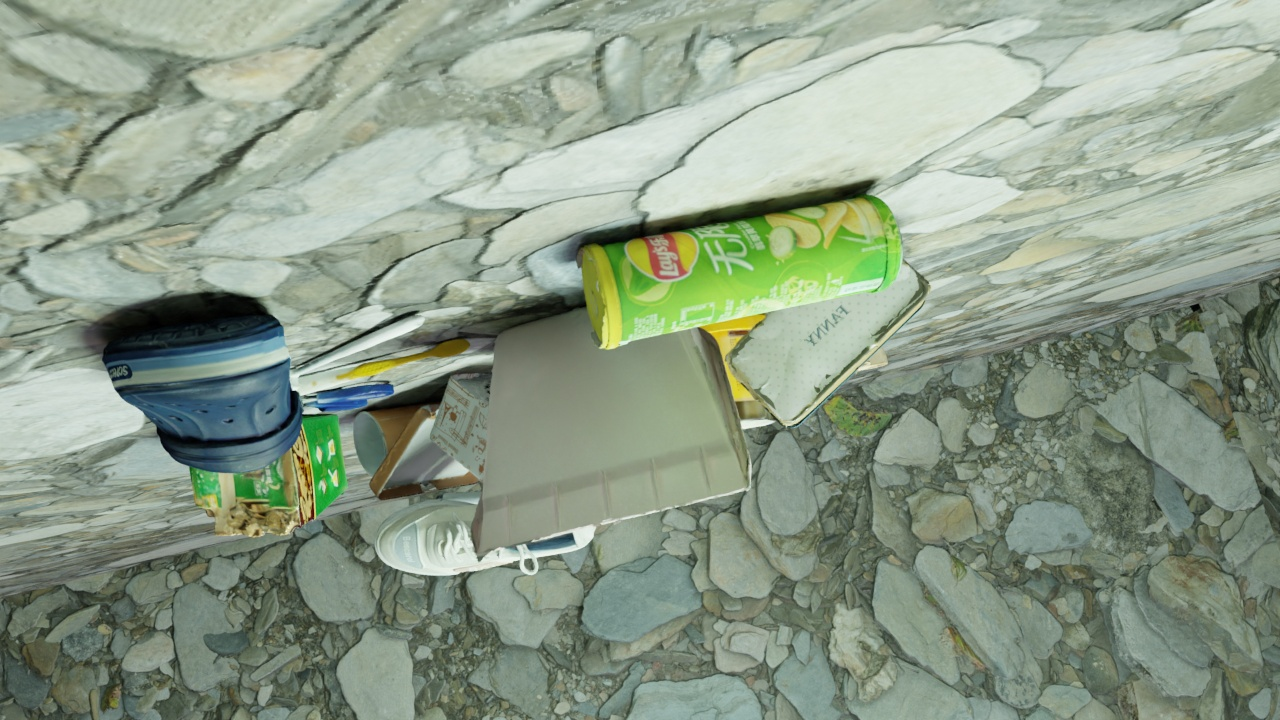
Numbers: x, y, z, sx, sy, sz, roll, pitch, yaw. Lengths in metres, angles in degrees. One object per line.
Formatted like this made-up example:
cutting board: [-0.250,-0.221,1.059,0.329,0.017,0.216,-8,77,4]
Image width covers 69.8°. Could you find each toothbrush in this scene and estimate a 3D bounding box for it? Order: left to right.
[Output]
toothbrush: [-0.231,-0.004,0.720,0.181,0.016,0.016,-20,172,32]
toothbrush: [-0.240,0.009,0.795,0.191,0.016,0.018,-14,180,-1]

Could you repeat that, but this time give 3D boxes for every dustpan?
dustpan: [-0.020,0.049,0.798,0.223,0.272,0.139,-13,147,10]

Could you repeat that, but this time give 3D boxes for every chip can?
chip can: [0.071,-0.064,0.634,0.221,0.072,0.073,-12,171,-12]

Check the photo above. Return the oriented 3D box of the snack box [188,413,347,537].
snack box: [-0.351,0.098,0.886,0.118,0.117,0.105,-2,-171,17]

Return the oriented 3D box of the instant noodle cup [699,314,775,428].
instant noodle cup: [0.097,0.017,1.012,0.118,0.114,0.118,-7,170,-1]

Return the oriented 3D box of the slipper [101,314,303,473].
slipper: [-0.285,0.033,0.623,0.105,0.095,0.253,-14,176,-20]

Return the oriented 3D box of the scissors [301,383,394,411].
scissors: [-0.323,0.040,0.880,0.170,0.012,0.141,-9,170,-21]

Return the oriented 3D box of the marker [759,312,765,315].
marker: [0.133,-0.047,1.054,0.018,0.015,0.124,-8,172,-28]

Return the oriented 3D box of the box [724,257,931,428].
box: [0.152,-0.022,0.776,0.184,0.090,0.059,-43,167,8]

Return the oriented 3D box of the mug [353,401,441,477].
mug: [-0.263,0.086,1.079,0.122,0.078,0.078,-12,173,-42]

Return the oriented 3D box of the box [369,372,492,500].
box: [-0.149,0.111,1.013,0.227,0.156,0.180,-52,155,23]

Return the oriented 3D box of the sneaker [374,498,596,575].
sneaker: [-0.165,0.193,0.982,0.242,0.089,0.090,-9,-166,-3]

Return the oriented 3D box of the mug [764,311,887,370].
mug: [0.177,-0.037,0.872,0.124,0.103,0.084,-9,170,-34]

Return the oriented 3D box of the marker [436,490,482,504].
marker: [-0.173,0.158,1.071,0.131,0.018,0.022,-6,-173,5]
